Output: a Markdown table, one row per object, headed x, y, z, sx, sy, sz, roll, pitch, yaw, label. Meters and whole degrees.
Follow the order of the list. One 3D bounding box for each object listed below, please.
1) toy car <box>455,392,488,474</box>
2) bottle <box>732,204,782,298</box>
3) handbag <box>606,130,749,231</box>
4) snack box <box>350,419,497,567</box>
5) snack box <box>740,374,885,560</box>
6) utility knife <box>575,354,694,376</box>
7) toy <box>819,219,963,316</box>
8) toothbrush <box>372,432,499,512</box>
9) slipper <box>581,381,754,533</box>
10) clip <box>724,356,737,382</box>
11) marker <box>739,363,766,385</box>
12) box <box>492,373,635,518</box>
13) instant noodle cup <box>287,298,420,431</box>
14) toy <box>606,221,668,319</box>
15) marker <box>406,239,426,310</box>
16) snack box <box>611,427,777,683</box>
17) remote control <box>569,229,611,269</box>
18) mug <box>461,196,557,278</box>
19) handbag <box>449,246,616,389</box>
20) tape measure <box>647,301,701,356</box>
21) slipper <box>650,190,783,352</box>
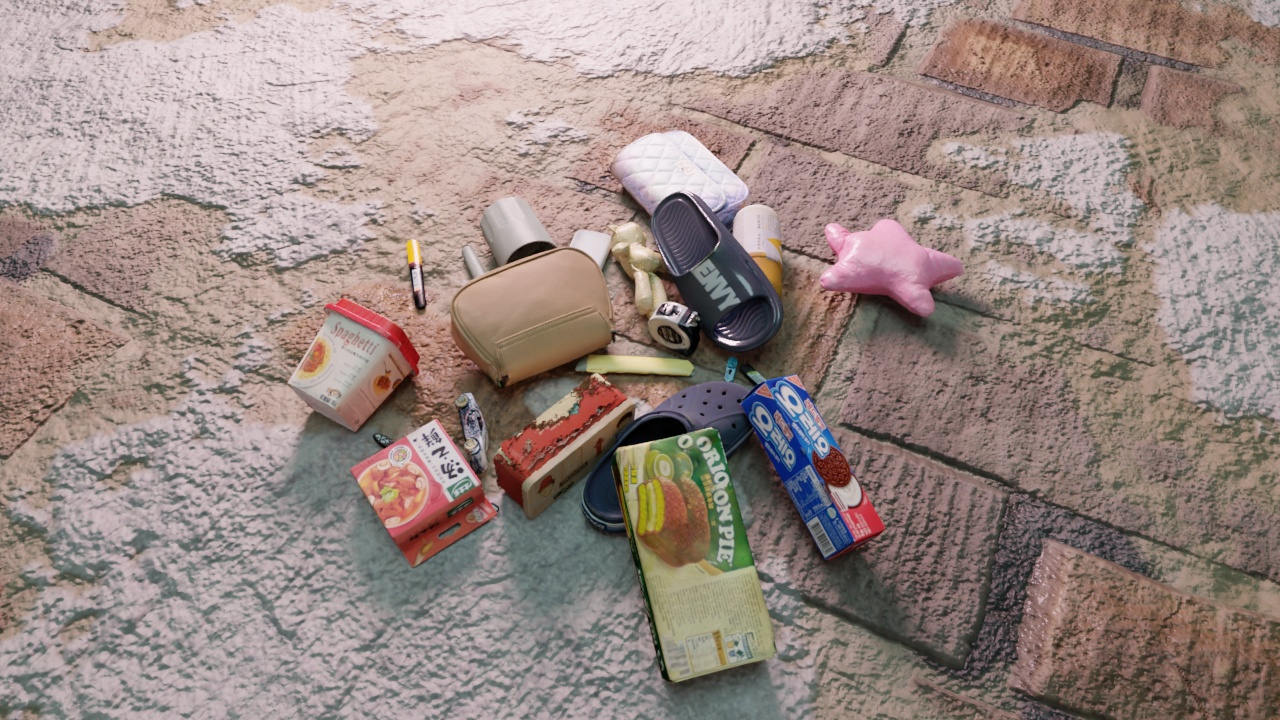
| x | y | z | sx | sy | sz | roll | pitch | yaw | label |
| --- | --- | --- | --- | --- | --- | --- | --- | --- | --- |
| -0.197 | 0.087 | 1.091 | 0.031 | 0.049 | 0.105 | -12 | 54 | -8 | toy car |
| 0.159 | -0.127 | 1.249 | 0.068 | 0.068 | 0.189 | 3 | 55 | 1 | bottle |
| 0.059 | -0.256 | 1.344 | 0.134 | 0.076 | 0.194 | -30 | 57 | -19 | handbag |
| -0.244 | 0.148 | 1.035 | 0.113 | 0.044 | 0.127 | -32 | 64 | -20 | snack box |
| 0.190 | 0.116 | 1.031 | 0.058 | 0.057 | 0.207 | -11 | 64 | -37 | snack box |
| -0.007 | 0.007 | 1.177 | 0.152 | 0.018 | 0.030 | 1 | 56 | 3 | utility knife |
| 0.345 | -0.137 | 1.259 | 0.194 | 0.075 | 0.178 | 14 | 51 | 6 | toy |
| -0.243 | 0.130 | 1.078 | 0.189 | 0.017 | 0.014 | 27 | 66 | 17 | toothbrush |
| 0.031 | 0.094 | 1.061 | 0.252 | 0.095 | 0.105 | -37 | 64 | -23 | slipper |
| 0.114 | 0.017 | 1.167 | 0.013 | 0.038 | 0.055 | 12 | 43 | 7 | clip |
| 0.167 | 0.044 | 1.152 | 0.018 | 0.015 | 0.124 | -29 | 55 | -22 | marker |
| -0.092 | 0.091 | 1.062 | 0.079 | 0.091 | 0.168 | 40 | 61 | 22 | box |
| -0.351 | 0.009 | 1.117 | 0.116 | 0.117 | 0.124 | 25 | 68 | 18 | instant noodle cup |
| -0.002 | -0.124 | 1.256 | 0.105 | 0.066 | 0.157 | 9 | 48 | -36 | toy |
| -0.310 | -0.119 | 1.272 | 0.018 | 0.015 | 0.123 | -11 | 56 | -8 | marker |
| 0.051 | 0.199 | 0.948 | 0.114 | 0.063 | 0.240 | -12 | 74 | -10 | snack box |
| -0.082 | -0.129 | 1.278 | 0.056 | 0.020 | 0.135 | 12 | 53 | 9 | remote control |
| -0.184 | -0.152 | 1.266 | 0.124 | 0.083 | 0.103 | -34 | 56 | 5 | mug |
| -0.136 | -0.053 | 1.171 | 0.204 | 0.100 | 0.147 | -22 | 71 | -18 | handbag |
| 0.044 | -0.044 | 1.184 | 0.066 | 0.066 | 0.033 | 25 | 58 | 16 | tape measure |
| 0.079 | -0.122 | 1.192 | 0.111 | 0.083 | 0.268 | -42 | 60 | 20 | slipper |
